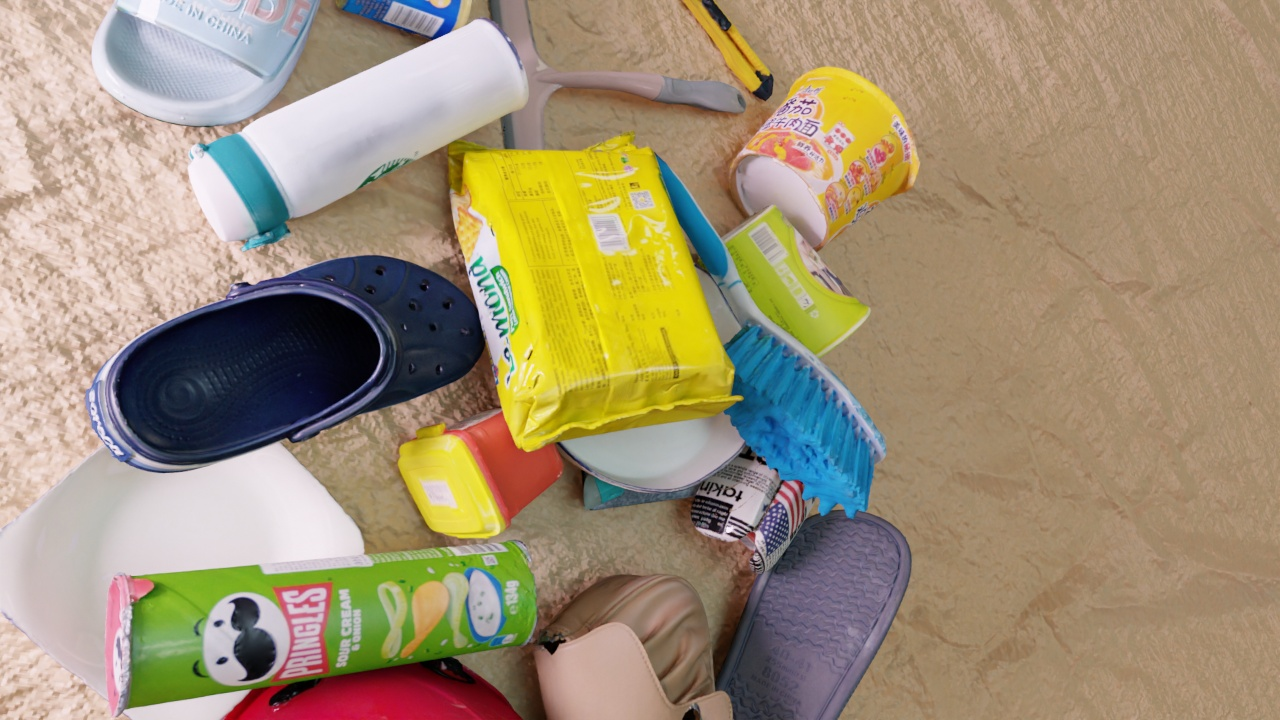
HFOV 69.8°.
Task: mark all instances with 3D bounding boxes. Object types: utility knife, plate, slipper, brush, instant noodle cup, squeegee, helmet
[{"bbox_3d":[0.022,0.070,0.733,0.182,0.013,0.029,-24,96,-34],"label":"utility knife"},{"bbox_3d":[-0.004,0.004,0.705,0.204,0.046,0.204,11,66,-26],"label":"plate"},{"bbox_3d":[-0.268,0.117,0.545,0.163,0.034,0.163,-48,109,-29],"label":"plate"},{"bbox_3d":[-0.193,-0.011,0.554,0.252,0.095,0.105,-23,95,-47],"label":"slipper"},{"bbox_3d":[0.079,-0.024,0.708,0.314,0.061,0.109,47,53,-2],"label":"brush"},{"bbox_3d":[0.152,-0.167,0.802,0.109,0.138,0.138,-45,108,-21],"label":"instant noodle cup"},{"bbox_3d":[0.001,-0.226,0.762,0.249,0.040,0.247,-5,87,-34],"label":"squeegee"},{"bbox_3d":[0.057,-0.316,0.823,0.202,0.015,0.033,46,60,-20],"label":"utility knife"},{"bbox_3d":[0.128,0.246,0.763,0.111,0.083,0.267,27,78,18],"label":"slipper"},{"bbox_3d":[-0.241,-0.255,0.564,0.104,0.074,0.245,28,83,-20],"label":"slipper"},{"bbox_3d":[0.114,-0.062,0.780,0.111,0.112,0.123,-39,96,-30],"label":"instant noodle cup"},{"bbox_3d":[-0.145,0.284,0.544,0.240,0.144,0.206,42,66,-21],"label":"helmet"}]

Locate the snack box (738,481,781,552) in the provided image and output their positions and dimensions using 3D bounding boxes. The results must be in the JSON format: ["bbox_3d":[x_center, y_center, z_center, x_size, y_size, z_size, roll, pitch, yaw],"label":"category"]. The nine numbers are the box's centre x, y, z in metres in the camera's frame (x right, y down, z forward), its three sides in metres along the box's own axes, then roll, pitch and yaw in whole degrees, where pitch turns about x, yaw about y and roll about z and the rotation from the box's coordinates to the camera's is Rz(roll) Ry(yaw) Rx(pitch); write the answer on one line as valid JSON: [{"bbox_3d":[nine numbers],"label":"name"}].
[{"bbox_3d":[0.120,0.086,0.807,0.077,0.027,0.155,44,63,-21],"label":"snack box"}]

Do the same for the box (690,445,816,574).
[{"bbox_3d":[0.112,0.094,0.756,0.161,0.076,0.086,-56,129,-28],"label":"box"}]

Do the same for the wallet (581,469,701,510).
[{"bbox_3d":[0.004,0.066,0.740,0.120,0.019,0.097,-2,83,-32],"label":"wallet"}]

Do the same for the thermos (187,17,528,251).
[{"bbox_3d":[-0.182,-0.149,0.604,0.223,0.073,0.073,-34,103,-23],"label":"thermos"}]

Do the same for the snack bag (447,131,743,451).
[{"bbox_3d":[-0.034,-0.059,0.633,0.157,0.068,0.246,-8,63,-22],"label":"snack bag"}]

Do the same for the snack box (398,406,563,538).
[{"bbox_3d":[-0.107,0.070,0.625,0.079,0.091,0.082,-32,103,-39],"label":"snack box"}]

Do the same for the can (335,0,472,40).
[{"bbox_3d":[-0.164,-0.286,0.651,0.083,0.057,0.102,11,78,-29],"label":"can"}]

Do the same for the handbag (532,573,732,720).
[{"bbox_3d":[0.000,0.260,0.658,0.147,0.100,0.204,-5,86,-49],"label":"handbag"}]

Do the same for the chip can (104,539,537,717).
[{"bbox_3d":[-0.176,0.148,0.538,0.235,0.072,0.072,2,83,-36],"label":"chip can"}]
